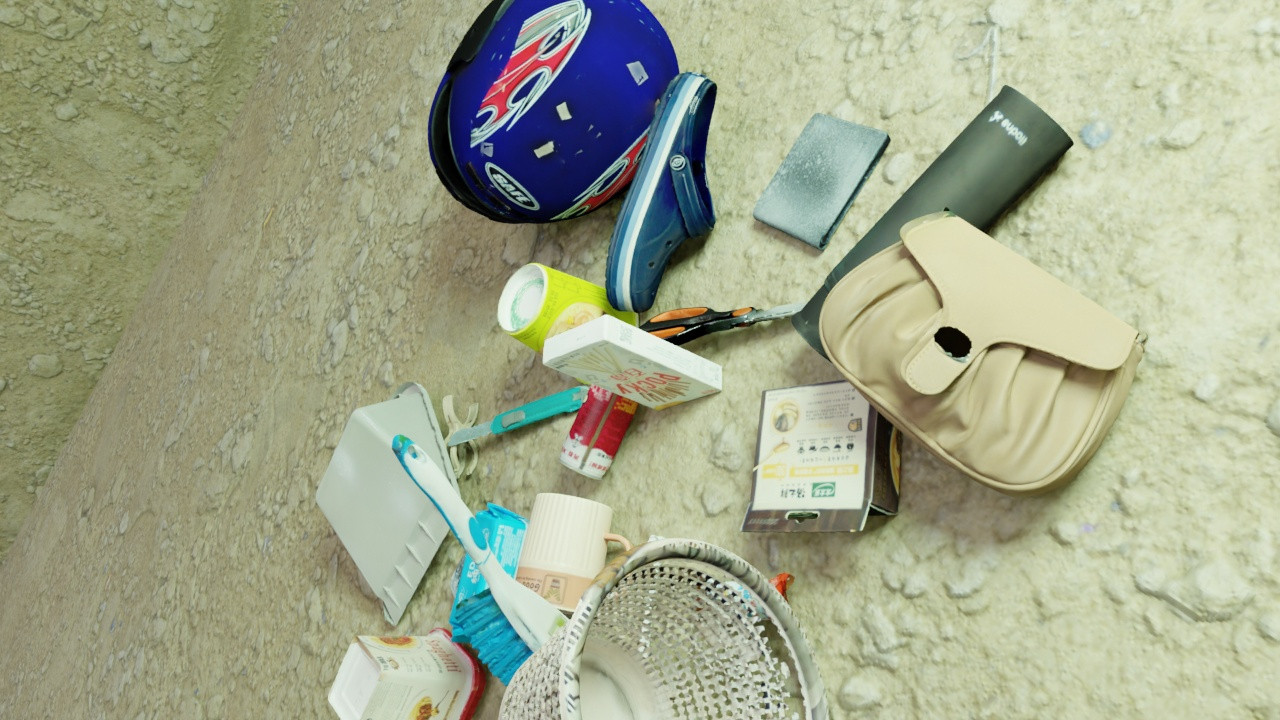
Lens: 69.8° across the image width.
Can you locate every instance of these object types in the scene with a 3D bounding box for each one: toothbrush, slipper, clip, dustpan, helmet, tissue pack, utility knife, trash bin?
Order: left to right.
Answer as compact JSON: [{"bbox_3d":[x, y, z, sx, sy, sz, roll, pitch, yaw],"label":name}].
[{"bbox_3d":[-0.301,0.155,1.178,0.258,0.142,0.223,42,118,21],"label":"dustpan"},{"bbox_3d":[-0.225,0.094,1.133,0.035,0.074,0.100,-20,59,40],"label":"clip"},{"bbox_3d":[-0.137,0.223,0.937,0.063,0.090,0.140,-10,63,52],"label":"tissue pack"},{"bbox_3d":[-0.142,0.066,1.055,0.220,0.013,0.029,-20,58,29],"label":"utility knife"},{"bbox_3d":[-0.102,-0.267,1.013,0.316,0.247,0.240,-43,26,16],"label":"helmet"},{"bbox_3d":[-0.004,0.271,0.697,0.193,0.227,0.227,-39,46,46],"label":"trash bin"},{"bbox_3d":[0.002,0.249,0.834,0.016,0.016,0.180,-9,65,46],"label":"toothbrush"},{"bbox_3d":[0.038,-0.165,0.945,0.095,0.105,0.253,19,98,14],"label":"slipper"}]

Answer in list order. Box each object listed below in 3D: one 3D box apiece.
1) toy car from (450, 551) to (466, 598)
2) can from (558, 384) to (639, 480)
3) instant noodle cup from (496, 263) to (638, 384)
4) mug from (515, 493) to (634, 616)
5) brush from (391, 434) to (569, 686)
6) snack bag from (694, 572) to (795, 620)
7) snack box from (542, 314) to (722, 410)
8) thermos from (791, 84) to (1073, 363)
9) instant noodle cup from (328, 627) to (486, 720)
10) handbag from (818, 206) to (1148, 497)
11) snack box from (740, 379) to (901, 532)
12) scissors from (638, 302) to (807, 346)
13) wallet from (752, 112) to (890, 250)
[{"bbox_3d":[-0.179,0.226,1.029,0.106,0.031,0.049,-56,42,9],"label":"toy car"},{"bbox_3d":[-0.034,0.052,0.940,0.053,0.053,0.132,25,91,50],"label":"can"},{"bbox_3d":[-0.084,-0.045,0.987,0.112,0.123,0.111,-23,56,38],"label":"instant noodle cup"},{"bbox_3d":[-0.061,0.191,0.890,0.115,0.081,0.105,4,71,20],"label":"mug"},{"bbox_3d":[-0.131,0.200,0.810,0.110,0.314,0.060,-36,13,33],"label":"brush"},{"bbox_3d":[0.086,0.198,0.760,0.106,0.026,0.045,-14,81,43],"label":"snack bag"},{"bbox_3d":[-0.005,0.005,0.853,0.085,0.156,0.026,-20,57,41],"label":"snack box"},{"bbox_3d":[0.232,-0.092,0.727,0.090,0.068,0.243,46,111,14],"label":"thermos"},{"bbox_3d":[-0.250,0.348,0.972,0.116,0.124,0.116,23,89,50],"label":"instant noodle cup"},{"bbox_3d":[0.227,-0.008,0.634,0.204,0.099,0.148,42,101,30],"label":"handbag"},{"bbox_3d":[0.145,0.080,0.734,0.113,0.053,0.125,-10,65,44],"label":"snack box"},{"bbox_3d":[0.079,-0.029,0.851,0.138,0.022,0.235,-31,20,-31],"label":"scissors"},{"bbox_3d":[0.169,-0.170,0.861,0.097,0.019,0.121,37,98,47],"label":"wallet"}]
